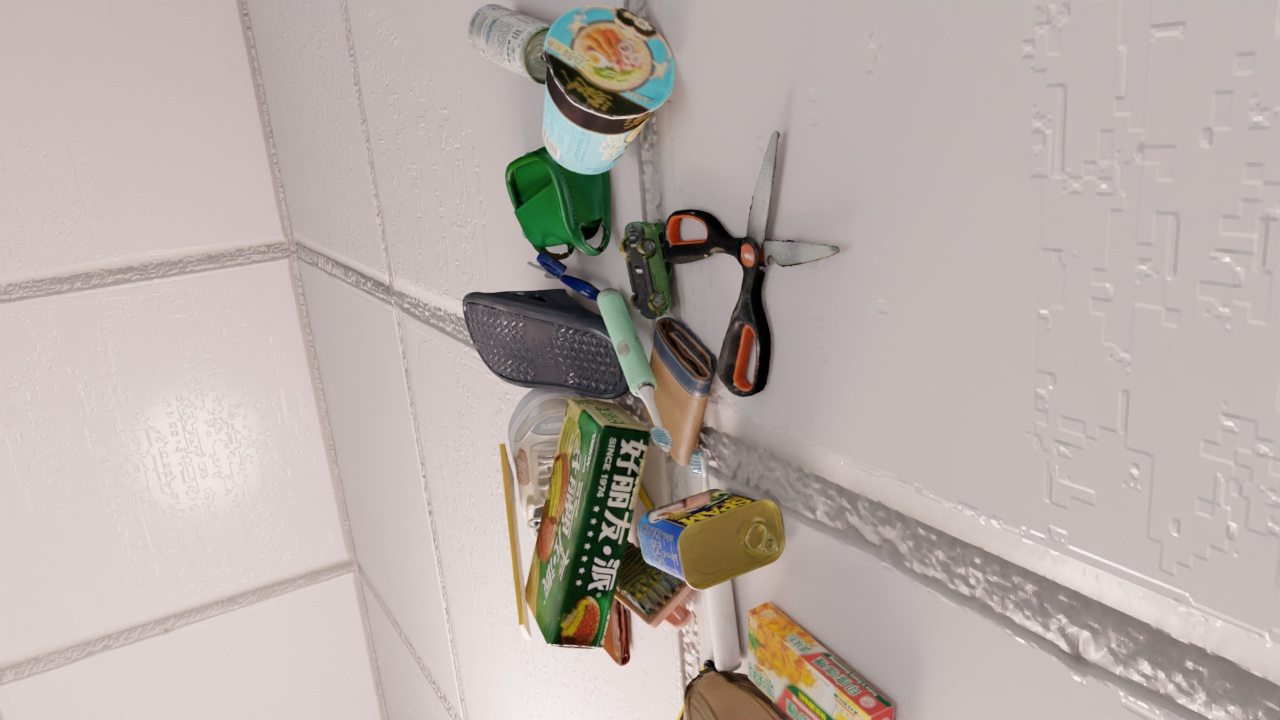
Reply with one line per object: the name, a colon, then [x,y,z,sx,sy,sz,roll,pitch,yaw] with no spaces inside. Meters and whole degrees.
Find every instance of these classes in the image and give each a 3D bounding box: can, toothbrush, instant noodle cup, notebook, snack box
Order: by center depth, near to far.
snack box: [0.146,0.276,0.769,0.156,0.027,0.077,30,130,54]
can: [0.058,0.151,0.793,0.083,0.102,0.057,3,105,63]
instant noodle cup: [-0.038,-0.227,0.805,0.121,0.111,0.111,125,126,-66]
toothbrush: [-0.005,0.005,0.862,0.026,0.027,0.224,-45,39,21]
toothbrush: [0.071,0.190,0.867,0.026,0.026,0.221,-4,103,18]
can: [-0.127,-0.331,0.956,0.147,0.058,0.058,41,136,47]
snack box: [-0.058,0.167,0.963,0.114,0.063,0.240,-146,67,-67]
toothbrush: [-0.010,0.133,1.000,0.190,0.016,0.016,58,147,31]
notebook: [-0.147,0.216,1.076,0.146,0.010,0.206,98,163,-67]

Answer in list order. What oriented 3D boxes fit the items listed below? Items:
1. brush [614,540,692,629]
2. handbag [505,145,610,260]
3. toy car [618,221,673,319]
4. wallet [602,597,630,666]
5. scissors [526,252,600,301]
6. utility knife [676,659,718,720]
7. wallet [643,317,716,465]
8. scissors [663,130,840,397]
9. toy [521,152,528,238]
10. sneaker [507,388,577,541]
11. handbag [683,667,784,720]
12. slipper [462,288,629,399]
brush: [0.000,0.240,0.992,0.073,0.063,0.146,53,162,-24]
handbag: [-0.080,-0.164,0.948,0.131,0.067,0.120,5,115,60]
toy car: [0.008,-0.083,0.845,0.043,0.036,0.091,9,110,59]
wallet: [-0.048,0.301,1.136,0.101,0.032,0.125,25,125,53]
scissors: [-0.085,-0.090,1.016,0.140,0.012,0.171,32,176,9]
utility knife: [0.062,0.364,0.977,0.033,0.015,0.154,57,147,36]
wallet: [0.034,0.030,0.856,0.090,0.033,0.115,54,146,40]
scissors: [0.079,-0.073,0.735,0.235,0.021,0.221,27,126,56]
toy: [-0.129,-0.181,1.060,0.097,0.030,0.092,138,117,-66]
sneaker: [-0.111,0.137,1.105,0.090,0.089,0.243,-110,20,-46]
handbag: [0.095,0.393,0.849,0.148,0.099,0.205,-133,39,-55]
slipper: [-0.092,-0.024,1.029,0.269,0.083,0.111,14,122,40]
